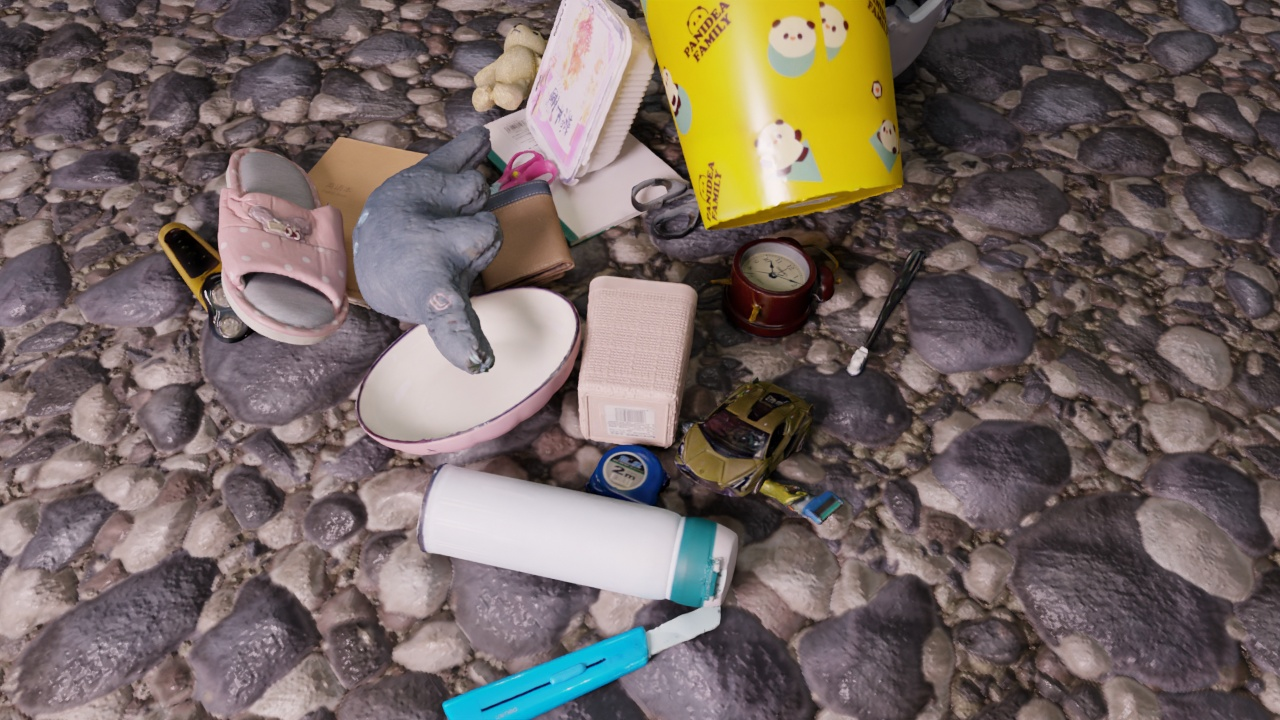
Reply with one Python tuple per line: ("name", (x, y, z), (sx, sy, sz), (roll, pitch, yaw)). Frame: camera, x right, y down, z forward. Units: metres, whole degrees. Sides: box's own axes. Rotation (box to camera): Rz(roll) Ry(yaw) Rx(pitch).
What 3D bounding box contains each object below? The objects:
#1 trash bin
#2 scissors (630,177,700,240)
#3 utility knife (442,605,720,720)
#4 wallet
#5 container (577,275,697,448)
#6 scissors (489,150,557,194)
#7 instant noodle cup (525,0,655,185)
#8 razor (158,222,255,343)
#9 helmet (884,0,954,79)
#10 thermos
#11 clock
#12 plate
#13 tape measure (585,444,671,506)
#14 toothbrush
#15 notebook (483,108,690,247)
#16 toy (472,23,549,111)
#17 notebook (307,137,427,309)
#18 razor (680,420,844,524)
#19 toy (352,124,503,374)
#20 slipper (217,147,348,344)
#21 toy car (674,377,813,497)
("trash bin", (0.121, -0.262, 0.830), (0.229, 0.230, 0.255), (-12, 94, -11))
("scissors", (0.066, -0.182, 0.936), (0.142, 0.014, 0.172), (24, 63, 0))
("utility knife", (-0.033, 0.209, 0.628), (0.202, 0.018, 0.034), (-18, 53, -17))
("wallet", (-0.116, -0.115, 0.871), (0.090, 0.033, 0.115), (-22, 53, 0))
("container", (-0.004, 0.004, 0.751), (0.090, 0.090, 0.110), (6, 55, 3))
("scissors", (-0.151, -0.173, 0.926), (0.135, 0.017, 0.064), (-30, 58, -11))
("instant noodle cup", (-0.046, -0.276, 0.920), (0.060, 0.174, 0.138), (-4, 48, -32))
("razor", (-0.388, -0.079, 0.823), (0.062, 0.068, 0.167), (-43, 56, -14))
("helmet", (0.223, -0.384, 1.034), (0.229, 0.146, 0.257), (26, 47, 16))
("thermos", (-0.042, 0.127, 0.664), (0.224, 0.073, 0.073), (11, 51, 6))
("clock", (0.127, -0.072, 0.835), (0.121, 0.055, 0.082), (-27, 56, -24))
("plate", (-0.134, 0.012, 0.741), (0.192, 0.039, 0.192), (-15, 35, 11))
("tape measure", (-0.008, 0.094, 0.717), (0.058, 0.025, 0.054), (22, 52, 10))
("toothbrush", (0.229, -0.050, 0.848), (0.016, 0.018, 0.180), (23, 52, 20))
("notebook", (-0.070, -0.211, 0.969), (0.150, 0.012, 0.209), (-29, 58, -23))
("toy", (-0.143, -0.322, 1.022), (0.105, 0.066, 0.156), (-3, 41, 18))
("notebook", (-0.286, -0.144, 0.910), (0.149, 0.012, 0.210), (14, 52, 11))
("razor", (0.088, 0.089, 0.726), (0.143, 0.022, 0.042), (31, 28, 25))
("toy", (-0.185, -0.104, 0.807), (0.138, 0.091, 0.355), (-15, 43, 1))
("slipper", (-0.316, -0.117, 0.815), (0.114, 0.055, 0.274), (15, 34, -35))
("toy car", (0.084, 0.058, 0.714), (0.070, 0.042, 0.157), (26, 31, 19))
